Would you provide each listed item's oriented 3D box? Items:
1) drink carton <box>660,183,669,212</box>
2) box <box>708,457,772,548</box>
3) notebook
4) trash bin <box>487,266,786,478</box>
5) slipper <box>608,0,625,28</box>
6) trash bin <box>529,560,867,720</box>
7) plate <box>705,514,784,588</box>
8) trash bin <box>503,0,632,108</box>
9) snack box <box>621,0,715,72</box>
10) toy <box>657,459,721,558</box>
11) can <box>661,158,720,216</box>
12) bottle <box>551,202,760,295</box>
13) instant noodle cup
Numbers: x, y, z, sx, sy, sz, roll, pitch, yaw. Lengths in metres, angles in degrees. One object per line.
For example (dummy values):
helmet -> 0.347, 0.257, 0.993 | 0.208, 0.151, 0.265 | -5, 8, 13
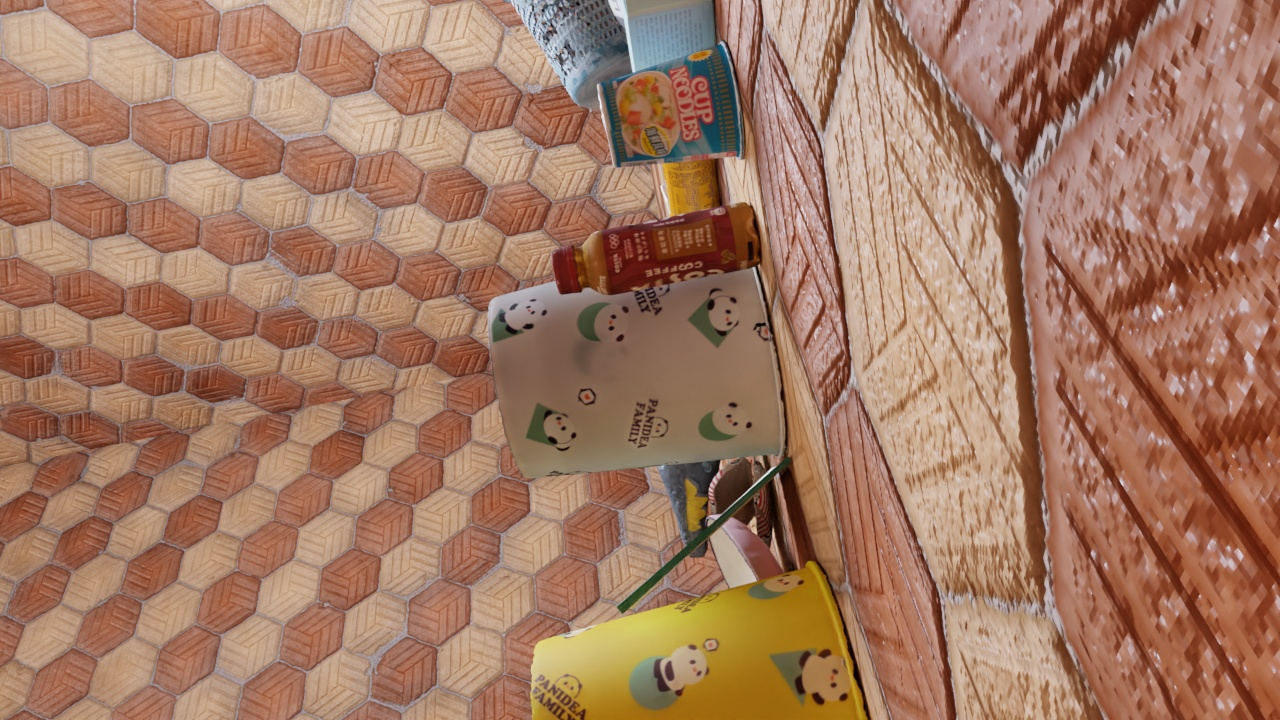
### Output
drink carton -> 0.065, -0.170, 1.148 | 0.122, 0.045, 0.053 | 65, -175, -54
box -> 0.118, 0.176, 1.112 | 0.163, 0.086, 0.076 | 72, -159, -51
notebook -> 0.063, 0.172, 0.900 | 0.012, 0.209, 0.150 | 48, 175, 11
trash bin -> -0.005, 0.005, 0.902 | 0.229, 0.252, 0.229 | 1, -101, -89
slipper -> 0.006, -0.393, 0.997 | 0.267, 0.083, 0.111 | -97, -6, -52
trash bin -> 0.051, 0.311, 0.788 | 0.229, 0.255, 0.229 | -7, -94, -88
plate -> 0.137, 0.258, 1.052 | 0.192, 0.039, 0.193 | 60, 168, 20
trash bin -> -0.052, -0.443, 1.173 | 0.226, 0.226, 0.195 | 62, -176, -86
snack box -> 0.030, -0.269, 0.841 | 0.175, 0.074, 0.051 | 77, -178, -60
toy -> 0.063, 0.065, 1.131 | 0.138, 0.091, 0.356 | 30, -118, -72
can -> 0.053, -0.211, 0.995 | 0.058, 0.058, 0.146 | -100, -2, -45
bottle -> 0.012, -0.092, 0.789 | 0.057, 0.175, 0.057 | -6, -95, -89
instant noodle cup -> 0.023, -0.205, 0.765 | 0.099, 0.110, 0.099 | -5, -97, -89
